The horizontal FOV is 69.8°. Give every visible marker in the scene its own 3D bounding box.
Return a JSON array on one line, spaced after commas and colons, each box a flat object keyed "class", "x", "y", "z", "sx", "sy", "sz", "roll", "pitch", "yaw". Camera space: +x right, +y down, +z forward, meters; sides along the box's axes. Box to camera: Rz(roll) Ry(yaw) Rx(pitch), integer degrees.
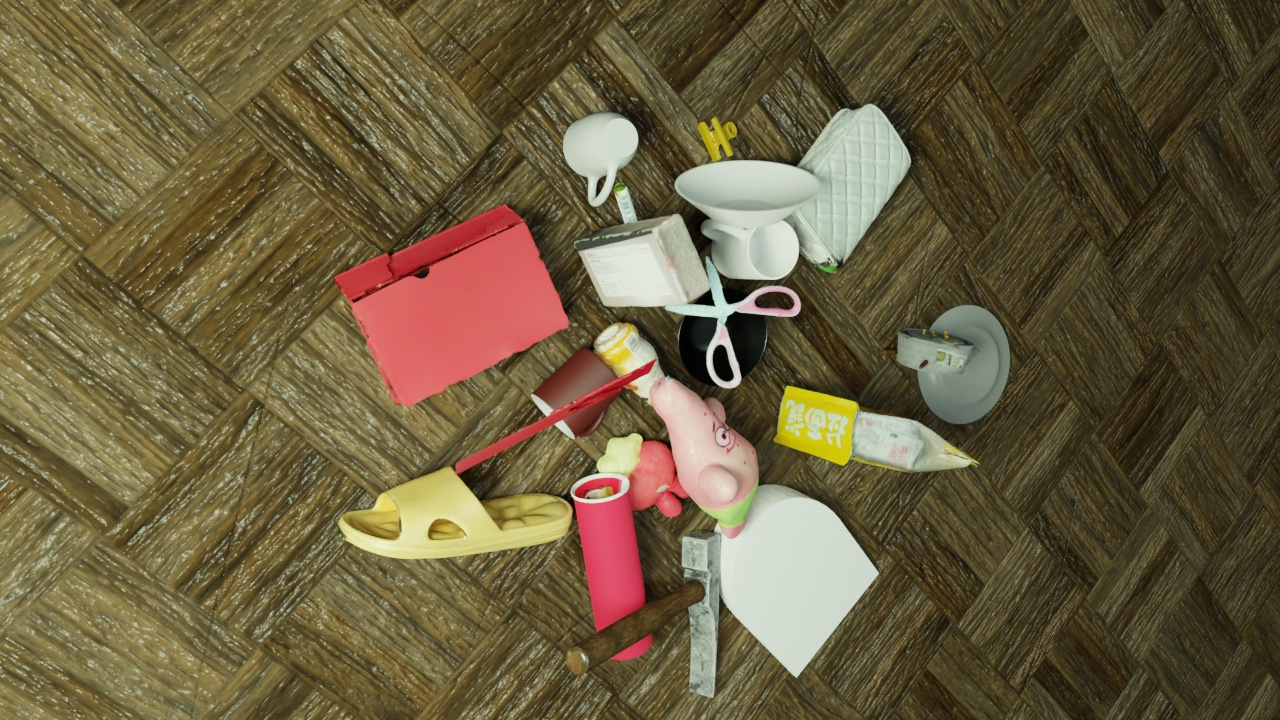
[{"class": "marker", "x": -0.006, "y": -0.149, "z": 1.085, "sx": 0.017, "sy": 0.017, "sz": 0.146, "roll": -37, "pitch": 139, "yaw": -17}]

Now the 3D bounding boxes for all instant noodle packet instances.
[{"class": "instant noodle packet", "x": 0.313, "y": 0.104, "z": 1.213, "sx": 0.221, "sy": 0.163, "sz": 0.084, "roll": 14, "pitch": 89, "yaw": -25}]

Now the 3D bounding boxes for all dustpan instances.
[{"class": "dustpan", "x": 0.200, "y": 0.285, "z": 1.262, "sx": 0.191, "sy": 0.053, "sz": 0.258, "roll": -47, "pitch": 123, "yaw": -13}]

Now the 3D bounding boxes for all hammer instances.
[{"class": "hammer", "x": 0.011, "y": 0.342, "z": 1.089, "sx": 0.299, "sy": 0.037, "sz": 0.218, "roll": -8, "pitch": 101, "yaw": -57}]

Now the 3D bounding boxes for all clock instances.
[{"class": "clock", "x": 0.420, "y": -0.015, "z": 1.286, "sx": 0.147, "sy": 0.104, "sz": 0.056, "roll": 2, "pitch": 104, "yaw": -30}]

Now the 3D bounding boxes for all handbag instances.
[{"class": "handbag", "x": 0.265, "y": -0.229, "z": 1.208, "sx": 0.139, "sy": 0.072, "sz": 0.194, "roll": 44, "pitch": 77, "yaw": -31}]

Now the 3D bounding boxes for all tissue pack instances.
[{"class": "tissue pack", "x": 0.007, "y": -0.109, "z": 1.044, "sx": 0.071, "sy": 0.182, "sz": 0.104, "roll": -36, "pitch": 109, "yaw": -29}]

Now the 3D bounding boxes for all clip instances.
[{"class": "clip", "x": 0.102, "y": -0.283, "z": 1.153, "sx": 0.046, "sy": 0.048, "sz": 0.054, "roll": -26, "pitch": 105, "yaw": 6}]

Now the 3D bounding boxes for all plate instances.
[{"class": "plate", "x": 0.129, "y": -0.195, "z": 1.106, "sx": 0.173, "sy": 0.174, "sz": 0.036, "roll": -16, "pitch": 124, "yaw": -22}, {"class": "plate", "x": 0.486, "y": 0.007, "z": 1.364, "sx": 0.178, "sy": 0.012, "sz": 0.178, "roll": -3, "pitch": 97, "yaw": -24}]

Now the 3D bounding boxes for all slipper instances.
[{"class": "slipper", "x": -0.197, "y": 0.164, "z": 1.023, "sx": 0.263, "sy": 0.099, "sz": 0.078, "roll": 1, "pitch": 108, "yaw": -29}]

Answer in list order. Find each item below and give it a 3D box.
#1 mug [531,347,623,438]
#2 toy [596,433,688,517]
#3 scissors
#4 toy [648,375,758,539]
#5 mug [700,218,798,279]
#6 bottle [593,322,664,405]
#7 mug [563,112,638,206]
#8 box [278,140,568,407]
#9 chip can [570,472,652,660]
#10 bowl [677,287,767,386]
[{"class": "mug", "x": -0.069, "y": 0.048, "z": 1.092, "sx": 0.082, "sy": 0.073, "sz": 0.106, "roll": -44, "pitch": 139, "yaw": -14}, {"class": "toy", "x": 0.008, "y": 0.145, "z": 1.144, "sx": 0.135, "sy": 0.045, "sz": 0.091, "roll": 31, "pitch": 80, "yaw": -23}, {"class": "scissors", "x": 0.110, "y": -0.042, "z": 1.115, "sx": 0.170, "sy": 0.013, "sz": 0.176, "roll": 2, "pitch": 109, "yaw": -15}, {"class": "toy", "x": 0.081, "y": 0.107, "z": 1.117, "sx": 0.097, "sy": 0.191, "sz": 0.237, "roll": -24, "pitch": 121, "yaw": 14}, {"class": "mug", "x": 0.127, "y": -0.146, "z": 1.142, "sx": 0.110, "sy": 0.090, "sz": 0.073, "roll": 26, "pitch": 84, "yaw": -24}, {"class": "bottle", "x": -0.007, "y": 0.007, "z": 1.113, "sx": 0.063, "sy": 0.063, "sz": 0.108, "roll": -46, "pitch": 112, "yaw": -13}, {"class": "mug", "x": -0.042, "y": -0.232, "z": 1.057, "sx": 0.071, "sy": 0.089, "sz": 0.107, "roll": 3, "pitch": 94, "yaw": -25}, {"class": "box", "x": -0.266, "y": -0.120, "z": 1.093, "sx": 0.212, "sy": 0.374, "sz": 0.148, "roll": -29, "pitch": 139, "yaw": -19}, {"class": "chip can", "x": -0.033, "y": 0.250, "z": 1.109, "sx": 0.069, "sy": 0.069, "sz": 0.221, "roll": -16, "pitch": 110, "yaw": -22}, {"class": "bowl", "x": 0.093, "y": -0.033, "z": 1.158, "sx": 0.124, "sy": 0.052, "sz": 0.124, "roll": -5, "pitch": 103, "yaw": -22}]
